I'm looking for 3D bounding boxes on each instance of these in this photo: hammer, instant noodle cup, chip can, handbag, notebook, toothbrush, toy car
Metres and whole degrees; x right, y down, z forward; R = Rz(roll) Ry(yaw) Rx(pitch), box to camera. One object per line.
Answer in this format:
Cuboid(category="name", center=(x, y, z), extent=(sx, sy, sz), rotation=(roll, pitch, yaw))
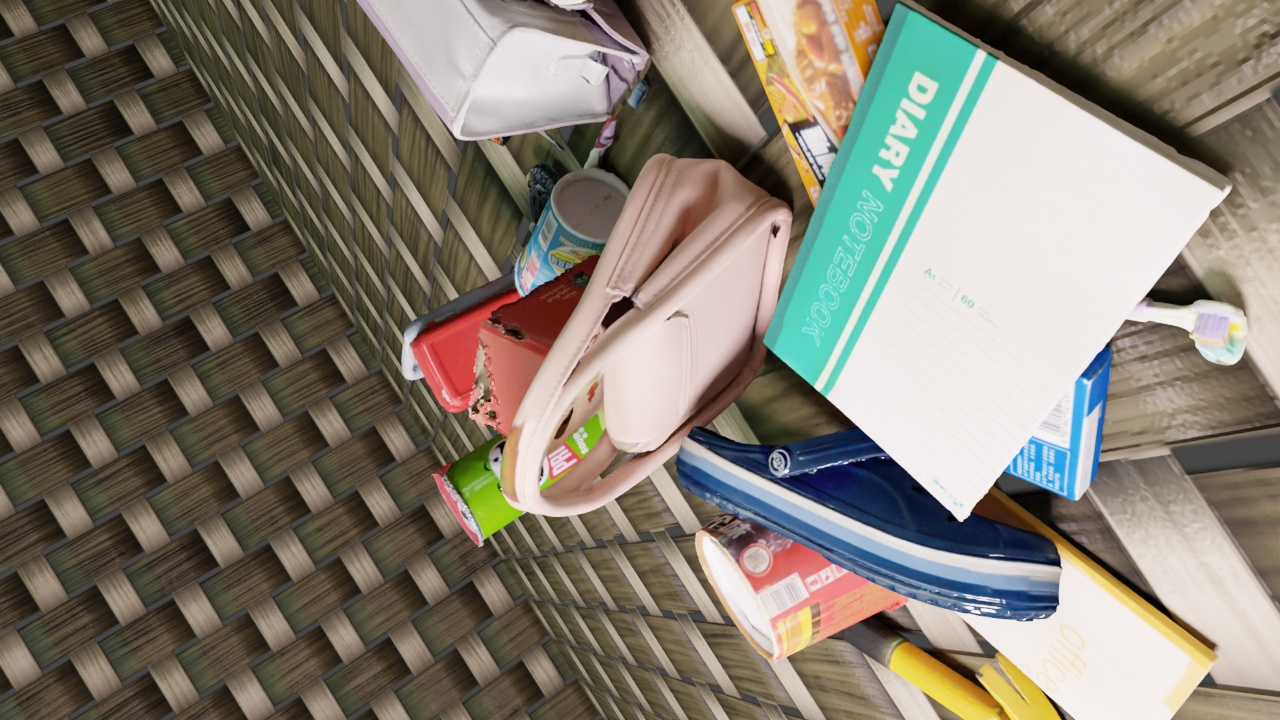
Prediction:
Cuboid(category="hammer", center=(0.204, 0.231, 0.723), extent=(0.301, 0.032, 0.129), rotation=(24, 140, 56))
Cuboid(category="instant noodle cup", center=(-0.049, -0.097, 0.756), extent=(0.099, 0.099, 0.110), rotation=(53, 152, 14))
Cuboid(category="chip can", center=(-0.059, 0.062, 0.787), extent=(0.072, 0.235, 0.072), rotation=(46, 156, 27))
Cuboid(category="handbag", center=(-0.003, 0.003, 0.584), extent=(0.093, 0.233, 0.194), rotation=(29, 151, 21))
Cuboid(category="notebook", center=(0.232, 0.141, 0.566), extent=(0.206, 0.010, 0.146), rotation=(43, 154, 36))
Cuboid(category="toothbrush", center=(0.180, -0.031, 0.428), extent=(0.190, 0.020, 0.029), rotation=(24, 144, 57))
Cuboid(category="toothbrush", center=(-0.024, -0.167, 0.704), extent=(0.017, 0.016, 0.188), rotation=(47, 158, 1))
Cuboid(category="toy car", center=(-0.081, -0.136, 0.847), extent=(0.049, 0.031, 0.106), rotation=(49, 156, 25))
Cuboid(category="notebook", center=(0.140, -0.037, 0.429), extent=(0.150, 0.012, 0.210), rotation=(44, 142, 26))
Cuboid(category="handbag", center=(-0.099, -0.243, 0.584), extent=(0.197, 0.144, 0.099), rotation=(55, 129, 15))
Cuboid(category="instant noodle cup", center=(0.113, 0.147, 0.682), extent=(0.138, 0.108, 0.138), rotation=(56, 164, 25))

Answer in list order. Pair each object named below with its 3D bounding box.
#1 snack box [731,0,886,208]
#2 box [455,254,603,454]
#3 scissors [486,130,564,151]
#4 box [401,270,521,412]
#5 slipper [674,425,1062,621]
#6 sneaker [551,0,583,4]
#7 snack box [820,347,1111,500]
Cuboid(category="snack box", center=(0.104, -0.121, 0.465), extent=(0.075, 0.026, 0.154), rotation=(9, 128, 64))
Cuboid(category="box", center=(-0.055, -0.012, 0.654), extent=(0.077, 0.167, 0.091), rotation=(22, 119, 17))
Cuboid(category="scissors", center=(-0.148, -0.237, 0.786), extent=(0.233, 0.021, 0.221), rotation=(41, 173, 9))
Cuboid(category="box", center=(-0.118, -0.029, 0.835), extent=(0.095, 0.201, 0.100), rotation=(62, 152, -4))
Cuboid(category="slipper", center=(0.136, 0.080, 0.564), extent=(0.253, 0.095, 0.105), rotation=(17, 180, 39))
Cuboid(category="sneaker", center=(0.003, -0.243, 0.413), extent=(0.088, 0.118, 0.241), rotation=(47, 158, -21))
Cuboid(category="snack box", center=(0.160, 0.008, 0.482), extent=(0.157, 0.026, 0.085), rotation=(25, 145, 40))
